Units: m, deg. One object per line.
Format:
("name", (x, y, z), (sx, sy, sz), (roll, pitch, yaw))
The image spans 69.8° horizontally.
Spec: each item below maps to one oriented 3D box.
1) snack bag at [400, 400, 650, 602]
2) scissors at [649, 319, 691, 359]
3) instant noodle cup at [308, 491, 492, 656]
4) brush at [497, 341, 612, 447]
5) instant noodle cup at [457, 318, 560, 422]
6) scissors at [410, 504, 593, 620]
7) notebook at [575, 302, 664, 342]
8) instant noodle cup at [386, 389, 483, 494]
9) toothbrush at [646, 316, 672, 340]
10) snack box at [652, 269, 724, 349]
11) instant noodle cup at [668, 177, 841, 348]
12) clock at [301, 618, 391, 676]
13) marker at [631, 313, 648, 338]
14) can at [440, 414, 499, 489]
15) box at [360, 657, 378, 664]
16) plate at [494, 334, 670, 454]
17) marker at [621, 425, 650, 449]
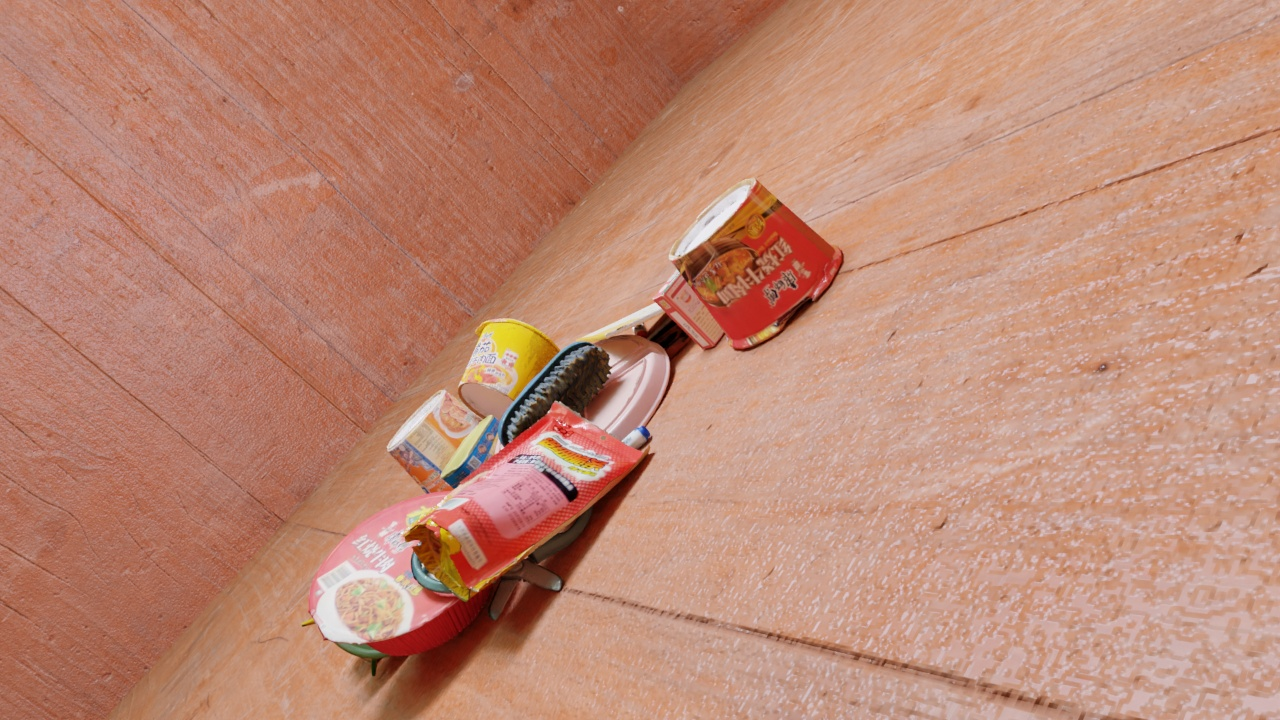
("snack bag", (-0.102, 0.116, 0.817), (0.129, 0.073, 0.207), (22, 45, 37))
("scissors", (-0.010, 0.014, 1.060), (0.209, 0.015, 0.182), (-48, 15, -10))
("instant noodle cup", (-0.216, 0.212, 0.882), (0.194, 0.066, 0.193), (-13, 31, 8))
("brush", (-0.094, 0.037, 0.954), (0.143, 0.055, 0.074), (-49, 30, -16))
("instant noodle cup", (-0.192, 0.024, 1.324), (0.138, 0.138, 0.109), (-26, 32, 52))
("scissors", (-0.121, 0.161, 0.832), (0.175, 0.019, 0.169), (3, 35, 32))
("notebook", (0.005, -0.053, 1.073), (0.145, 0.010, 0.206), (-26, 5, -11))
("instant noodle cup", (-0.292, 0.123, 1.353), (0.151, 0.111, 0.151), (-42, 15, 13))
("toothbrush", (0.006, -0.016, 1.098), (0.180, 0.016, 0.016), (-41, 23, 20))
("snack box", (0.087, -0.093, 0.957), (0.155, 0.077, 0.027), (-52, 15, -24))
("instant noodle cup", (0.101, -0.096, 0.863), (0.138, 0.108, 0.137), (-42, 14, 13))
("clock", (-0.267, 0.237, 0.967), (0.161, 0.116, 0.056), (-54, 6, -22))
("marker", (-0.002, -0.040, 1.181), (0.017, 0.017, 0.145), (-44, 14, 6))
("can", (-0.172, 0.125, 1.068), (0.057, 0.083, 0.101), (-35, 18, 35))
("box", (-0.274, 0.251, 1.050), (0.184, 0.063, 0.090), (-53, 17, -23))
("plate", (-0.069, 0.053, 0.994), (0.230, 0.028, 0.229), (-30, 28, 18))
("marker", (-0.047, 0.113, 0.887), (0.146, 0.017, 0.016), (-41, 15, 15))
